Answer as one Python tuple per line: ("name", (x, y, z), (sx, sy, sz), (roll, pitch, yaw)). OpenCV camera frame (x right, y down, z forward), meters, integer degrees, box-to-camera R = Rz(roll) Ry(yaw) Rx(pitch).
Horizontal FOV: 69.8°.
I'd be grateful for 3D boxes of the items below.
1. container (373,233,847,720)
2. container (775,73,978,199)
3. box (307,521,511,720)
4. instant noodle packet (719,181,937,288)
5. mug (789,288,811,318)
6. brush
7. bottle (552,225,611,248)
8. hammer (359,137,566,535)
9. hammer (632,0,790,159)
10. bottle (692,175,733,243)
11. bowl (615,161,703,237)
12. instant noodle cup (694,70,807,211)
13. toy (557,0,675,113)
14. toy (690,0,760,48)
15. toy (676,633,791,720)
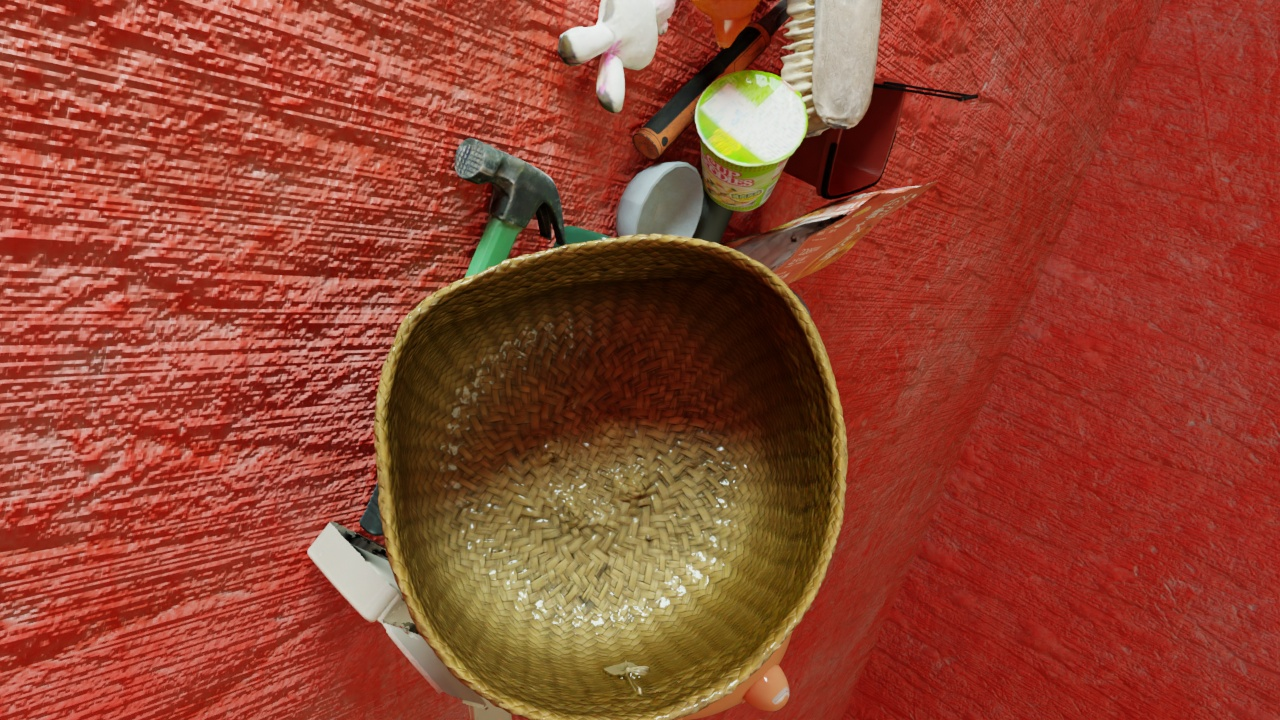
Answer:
("container", (-0.025, 0.079, 0.644), (0.306, 0.307, 0.197), (-55, -179, -13))
("container", (0.230, -0.237, 0.959), (0.147, 0.201, 0.127), (-25, 133, -48))
("box", (-0.170, 0.210, 0.714), (0.050, 0.184, 0.143), (-51, 145, -8))
("instant noodle packet", (0.189, -0.130, 0.965), (0.164, 0.222, 0.084), (-20, 87, -49))
("mug", (0.139, -0.024, 1.128), (0.103, 0.084, 0.124), (-44, 173, -28))
("brush", (0.179, -0.344, 0.835), (0.083, 0.057, 0.271), (-2, 98, -32))
("bottle", (-0.060, -0.043, 0.786), (0.131, 0.061, 0.061), (-67, 153, -8))
("hammer", (-0.149, -0.006, 0.726), (0.130, 0.032, 0.319), (12, 104, -60))
("hammer", (0.098, -0.305, 0.866), (0.313, 0.035, 0.138), (-48, 148, -23))
("bottle", (0.086, -0.186, 0.930), (0.045, 0.045, 0.184), (15, 101, -60))
("bowl", (0.012, -0.139, 0.860), (0.106, 0.039, 0.106), (-37, 142, -37))
("instant noodle cup", (0.096, -0.193, 0.846), (0.098, 0.099, 0.108), (-53, 169, -17))
("toy", (-0.013, -0.259, 0.727), (0.122, 0.038, 0.079), (-51, 136, -19))
("toy", (0.078, -0.355, 0.750), (0.172, 0.093, 0.164), (-67, 156, -18))
("toy", (0.039, 0.250, 0.972), (0.262, 0.280, 0.266), (-17, 144, -4))
